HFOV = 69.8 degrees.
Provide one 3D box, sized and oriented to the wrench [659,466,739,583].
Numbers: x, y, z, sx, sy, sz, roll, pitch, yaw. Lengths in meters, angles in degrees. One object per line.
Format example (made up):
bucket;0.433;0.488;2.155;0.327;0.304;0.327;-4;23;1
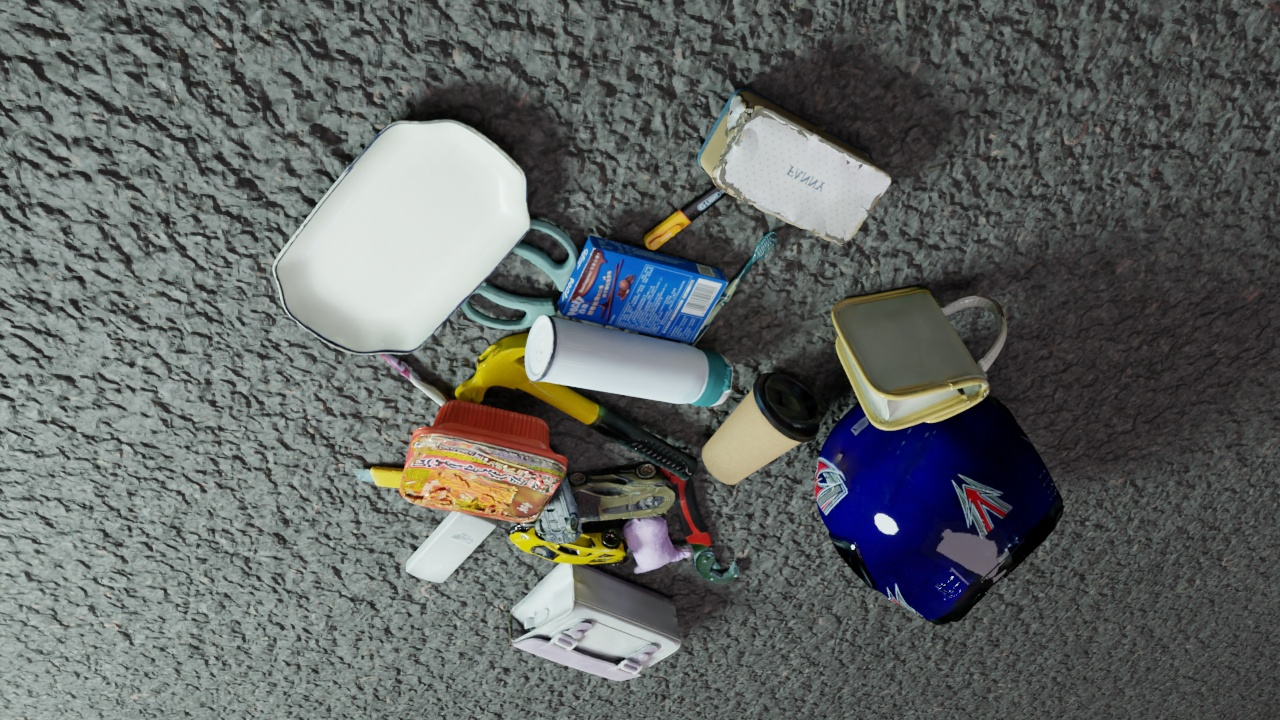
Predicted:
wrench;0.075;0.217;1.211;0.056;0.016;0.274;-20;131;6

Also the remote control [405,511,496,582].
remote control;-0.240;0.232;1.158;0.056;0.019;0.135;27;120;-30

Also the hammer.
hammer;-0.052;0.062;1.036;0.300;0.032;0.129;32;118;-29

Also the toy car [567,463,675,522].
toy car;-0.036;0.169;1.131;0.158;0.042;0.070;-5;130;0

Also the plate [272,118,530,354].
plate;-0.220;-0.113;0.852;0.162;0.034;0.266;34;115;-29

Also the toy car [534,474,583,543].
toy car;-0.105;0.162;1.091;0.054;0.036;0.121;-8;106;30

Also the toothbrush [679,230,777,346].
toothbrush;0.087;-0.061;0.974;0.016;0.018;0.192;21;123;-27

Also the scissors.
scissors;-0.107;-0.063;0.935;0.170;0.019;0.177;-33;131;15

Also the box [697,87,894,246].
box;0.149;-0.176;0.856;0.184;0.062;0.090;21;115;-28

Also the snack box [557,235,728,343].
snack box;0.003;-0.070;0.933;0.157;0.026;0.085;11;125;-28

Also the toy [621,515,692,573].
toy;0.016;0.238;1.201;0.084;0.038;0.108;-20;128;6

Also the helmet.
helmet;0.323;0.153;1.060;0.247;0.240;0.315;-43;161;-6

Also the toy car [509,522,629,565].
toy car;-0.091;0.233;1.161;0.155;0.041;0.071;12;153;-18

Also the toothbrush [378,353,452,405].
toothbrush;-0.246;0.007;0.969;0.017;0.016;0.187;-38;127;8

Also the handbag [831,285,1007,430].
handbag;0.305;-0.010;0.967;0.179;0.163;0.063;-13;133;-1

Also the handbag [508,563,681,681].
handbag;-0.063;0.370;1.266;0.197;0.098;0.145;30;124;-31

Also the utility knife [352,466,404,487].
utility knife;-0.249;0.138;1.079;0.173;0.015;0.033;7;123;-15

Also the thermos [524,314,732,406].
thermos;-0.006;0.006;0.956;0.224;0.073;0.073;11;127;-29

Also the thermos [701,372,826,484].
thermos;0.138;0.082;1.066;0.093;0.093;0.144;21;130;-27

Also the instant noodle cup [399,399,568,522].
instant noodle cup;-0.171;0.110;1.003;0.164;0.079;0.189;14;145;-13

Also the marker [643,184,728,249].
marker;0.055;-0.148;0.896;0.124;0.015;0.018;-35;134;15
